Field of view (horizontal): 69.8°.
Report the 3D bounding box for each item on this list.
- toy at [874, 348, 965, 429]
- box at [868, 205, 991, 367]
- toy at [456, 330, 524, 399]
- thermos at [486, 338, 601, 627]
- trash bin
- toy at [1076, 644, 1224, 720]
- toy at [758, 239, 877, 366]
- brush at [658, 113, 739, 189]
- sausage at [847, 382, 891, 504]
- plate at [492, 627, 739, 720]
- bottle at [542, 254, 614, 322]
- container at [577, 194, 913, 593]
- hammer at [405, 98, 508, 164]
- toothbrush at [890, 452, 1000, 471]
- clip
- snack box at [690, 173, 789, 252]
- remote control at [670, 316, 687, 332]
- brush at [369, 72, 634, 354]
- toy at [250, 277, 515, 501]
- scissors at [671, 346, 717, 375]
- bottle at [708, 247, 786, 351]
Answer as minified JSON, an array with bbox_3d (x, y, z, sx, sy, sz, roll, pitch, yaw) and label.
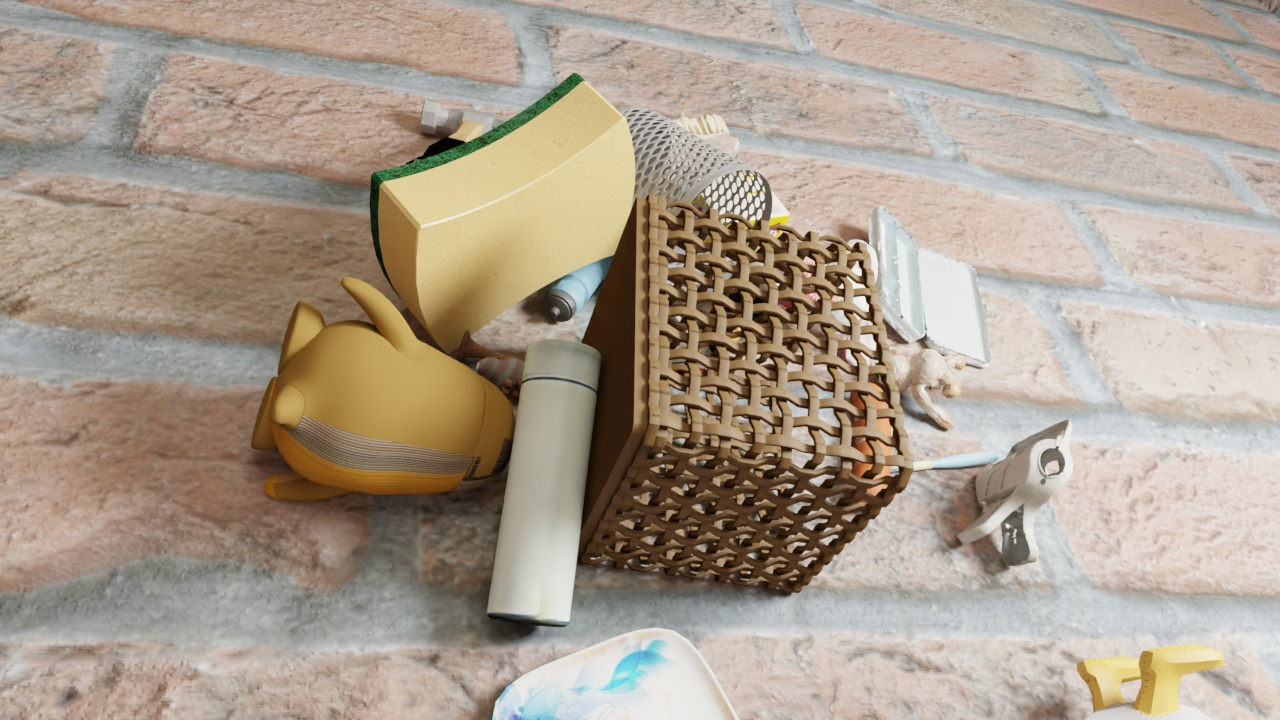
[{"bbox_3d":[0.314,0.024,1.043,0.106,0.074,0.085,15,58,-3],"label":"toy"},{"bbox_3d":[0.364,-0.094,1.182,0.192,0.061,0.209,30,43,-19],"label":"box"},{"bbox_3d":[-0.129,0.011,0.891,0.101,0.042,0.054,17,36,-12],"label":"toy"},{"bbox_3d":[-0.077,0.098,0.754,0.068,0.068,0.229,11,70,-12],"label":"thermos"},{"bbox_3d":[0.030,-0.186,1.042,0.156,0.157,0.183,-20,48,-34],"label":"trash bin"},{"bbox_3d":[0.419,0.366,0.719,0.246,0.141,0.267,6,65,-14],"label":"toy"},{"bbox_3d":[0.204,-0.073,1.027,0.194,0.084,0.159,6,79,-37],"label":"toy"},{"bbox_3d":[0.010,-0.262,1.166,0.270,0.083,0.056,-14,56,-31],"label":"brush"},{"bbox_3d":[0.241,0.089,0.964,0.044,0.039,0.163,17,45,-2],"label":"sausage"},{"bbox_3d":[-0.005,0.303,0.686,0.186,0.016,0.187,-12,55,-30],"label":"plate"},{"bbox_3d":[-0.068,-0.086,1.004,0.040,0.040,0.129,28,45,5],"label":"bottle"},{"bbox_3d":[0.070,0.034,0.809,0.214,0.220,0.251,11,51,-12],"label":"container"},{"bbox_3d":[-0.201,-0.232,1.000,0.131,0.039,0.327,12,22,-6],"label":"hammer"},{"bbox_3d":[0.329,0.110,0.996,0.154,0.016,0.022,-2,12,-22],"label":"toothbrush"},{"bbox_3d":[0.381,0.132,0.931,0.074,0.125,0.143,28,71,7],"label":"clip"},{"bbox_3d":[0.116,-0.182,1.149,0.105,0.061,0.083,-12,55,-30],"label":"snack box"},{"bbox_3d":[0.010,-0.084,1.006,0.008,0.045,0.146,-37,86,-4],"label":"remote control"},{"bbox_3d":[-0.125,-0.137,0.881,0.249,0.195,0.075,-33,66,-21],"label":"brush"},{"bbox_3d":[-0.203,0.042,0.767,0.203,0.199,0.162,18,15,-25],"label":"toy"},{"bbox_3d":[-0.001,0.011,0.960,0.146,0.015,0.187,41,49,16],"label":"scissors"},{"bbox_3d":[0.123,-0.064,1.045,0.059,0.059,0.181,31,46,8],"label":"bottle"}]
